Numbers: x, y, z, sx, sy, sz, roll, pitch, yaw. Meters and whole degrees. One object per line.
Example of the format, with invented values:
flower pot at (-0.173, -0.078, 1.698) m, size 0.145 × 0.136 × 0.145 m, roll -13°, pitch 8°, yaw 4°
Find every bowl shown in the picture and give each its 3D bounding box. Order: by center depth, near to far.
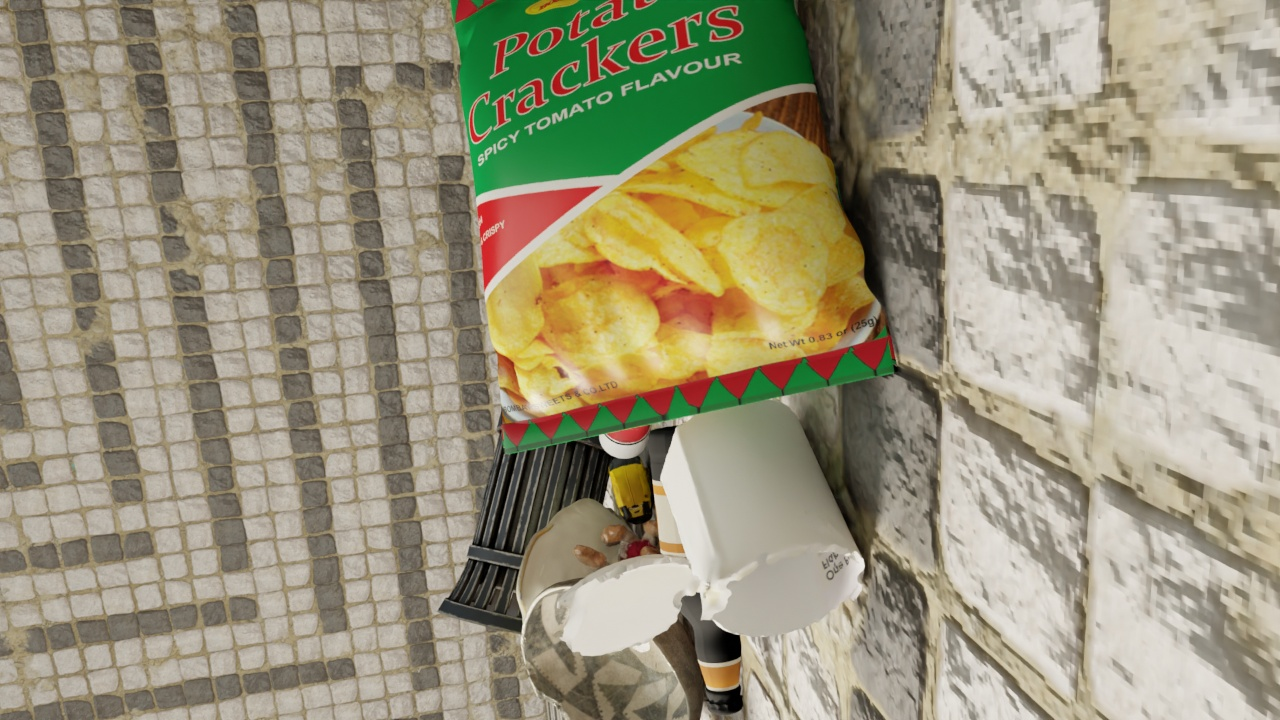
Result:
bowl at (-0.012, 0.256, 0.791) m, size 0.179 × 0.081 × 0.179 m, roll 17°, pitch 120°, yaw 31°
bowl at (-0.039, 0.234, 0.911) m, size 0.219 × 0.060 × 0.188 m, roll 47°, pitch -130°, yaw -51°

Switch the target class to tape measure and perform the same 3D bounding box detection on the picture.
tape measure at (-0.006, 0.121, 0.875) m, size 0.065 × 0.037 × 0.064 m, roll 74°, pitch -179°, yaw -74°

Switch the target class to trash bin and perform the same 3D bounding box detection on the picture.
trash bin at (-0.111, 0.176, 1.002) m, size 0.164 × 0.164 × 0.227 m, roll 131°, pitch 153°, yaw -75°

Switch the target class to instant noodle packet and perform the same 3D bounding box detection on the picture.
instant noodle packet at (-0.001, -0.097, 0.434) m, size 0.090 × 0.196 × 0.252 m, roll 12°, pitch -113°, yaw -61°

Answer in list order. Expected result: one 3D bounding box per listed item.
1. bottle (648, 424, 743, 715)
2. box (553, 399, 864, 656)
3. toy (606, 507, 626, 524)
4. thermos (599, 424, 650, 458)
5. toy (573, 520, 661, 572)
bottle at (0.044, 0.131, 0.582) m, size 0.059 × 0.059 × 0.181 m, roll 169°, pitch 94°, yaw -79°
box at (0.022, 0.075, 0.436) m, size 0.106 × 0.150 × 0.080 m, roll -111°, pitch 30°, yaw -44°
toy at (-0.037, 0.214, 1.067) m, size 0.115 × 0.046 × 0.092 m, roll 133°, pitch 135°, yaw -65°
thermos at (-0.004, 0.004, 0.716) m, size 0.240 × 0.073 × 0.073 m, roll 99°, pitch 161°, yaw -54°
toy at (-0.009, 0.199, 0.843) m, size 0.074 × 0.085 × 0.106 m, roll -73°, pitch -25°, yaw -60°
